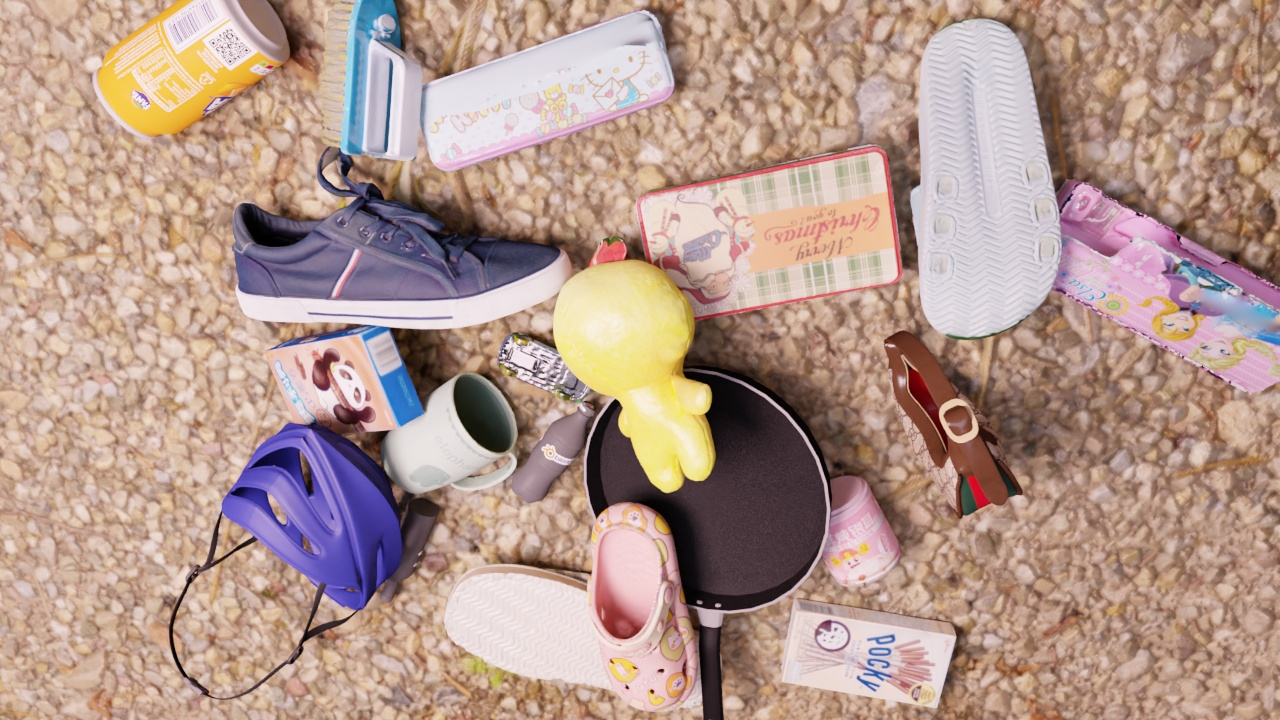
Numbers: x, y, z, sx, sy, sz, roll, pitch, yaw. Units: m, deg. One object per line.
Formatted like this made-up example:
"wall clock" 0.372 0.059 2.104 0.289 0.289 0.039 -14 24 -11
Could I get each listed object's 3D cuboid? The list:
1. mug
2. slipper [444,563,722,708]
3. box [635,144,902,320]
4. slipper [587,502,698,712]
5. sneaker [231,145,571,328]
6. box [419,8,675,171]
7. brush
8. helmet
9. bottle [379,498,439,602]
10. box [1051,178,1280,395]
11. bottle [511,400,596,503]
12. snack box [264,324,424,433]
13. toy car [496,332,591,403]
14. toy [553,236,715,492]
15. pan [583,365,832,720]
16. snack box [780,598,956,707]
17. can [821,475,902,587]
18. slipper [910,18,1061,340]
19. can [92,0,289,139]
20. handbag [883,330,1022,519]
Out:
"mug" -0.166 0.079 0.829 0.104 0.084 0.111 -32 127 23
"slipper" -0.052 0.263 0.883 0.272 0.054 0.114 19 107 -9
"box" 0.105 -0.103 0.756 0.206 0.050 0.118 -9 107 8
"slipper" -0.010 0.225 0.802 0.093 0.081 0.197 -4 100 24
"sneaker" -0.203 -0.103 0.761 0.295 0.120 0.127 2 119 8
"box" -0.079 -0.217 0.746 0.214 0.036 0.076 -16 104 11
"brush" -0.211 -0.232 0.737 0.075 0.055 0.136 12 103 25
"helmet" -0.311 0.173 0.792 0.148 0.227 0.242 30 146 17
"bottle" -0.229 0.188 0.889 0.030 0.030 0.113 25 108 -2
"box" 0.421 -0.052 0.722 0.230 0.076 0.085 28 108 -3
"bottle" -0.077 0.082 0.837 0.036 0.036 0.110 36 107 -5
"snack box" -0.262 0.019 0.806 0.152 0.034 0.087 -7 108 39
"toy car" -0.084 0.006 0.819 0.090 0.027 0.039 24 104 0
"toy" -0.004 0.004 0.733 0.134 0.092 0.207 -30 89 48
"pan" 0.061 0.176 0.819 0.226 0.034 0.357 3 107 25
"snack box" 0.214 0.278 0.871 0.150 0.026 0.082 8 107 5
"can" 0.185 0.150 0.814 0.067 0.067 0.076 -27 103 13
"slipper" 0.263 -0.139 0.718 0.104 0.074 0.245 -4 91 6
"can" -0.364 -0.245 0.746 0.143 0.079 0.079 -27 102 13
"handbag" 0.238 0.045 0.723 0.063 0.166 0.138 -29 118 12
